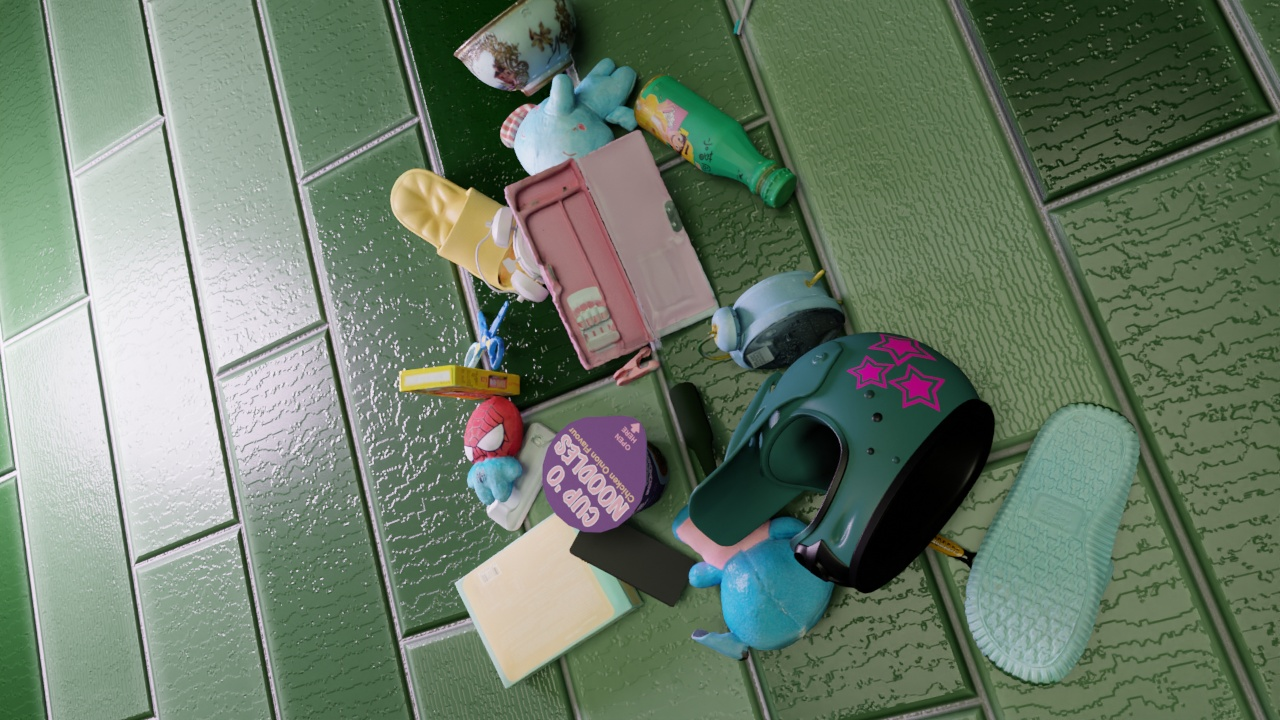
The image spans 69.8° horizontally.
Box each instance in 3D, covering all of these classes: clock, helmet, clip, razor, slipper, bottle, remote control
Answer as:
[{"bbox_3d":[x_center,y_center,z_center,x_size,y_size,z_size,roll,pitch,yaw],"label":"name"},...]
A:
[{"bbox_3d":[-0.119,-0.136,1.101,0.159,0.061,0.120,-23,95,-5],"label":"clock"},{"bbox_3d":[0.190,0.090,0.886,0.274,0.176,0.200,-45,48,-17],"label":"helmet"},{"bbox_3d":[-0.001,0.012,1.083,0.045,0.023,0.059,33,91,24],"label":"clip"},{"bbox_3d":[0.304,0.185,0.931,0.144,0.021,0.044,25,76,23],"label":"razor"},{"bbox_3d":[-0.223,-0.169,1.166,0.263,0.078,0.099,31,100,20],"label":"slipper"},{"bbox_3d":[0.087,-0.248,1.050,0.210,0.068,0.068,41,99,22],"label":"bottle"},{"bbox_3d":[0.393,0.170,0.873,0.116,0.069,0.275,21,77,25],"label":"slipper"},{"bbox_3d":[-0.143,0.142,1.125,0.050,0.022,0.133,30,96,23],"label":"remote control"},{"bbox_3d":[-0.009,0.222,1.034,0.133,0.013,0.058,27,70,8],"label":"remote control"},{"bbox_3d":[0.064,0.082,1.020,0.033,0.033,0.122,-30,55,17],"label":"bottle"},{"bbox_3d":[0.138,-0.035,0.978,0.162,0.118,0.060,-26,63,12],"label":"clock"}]

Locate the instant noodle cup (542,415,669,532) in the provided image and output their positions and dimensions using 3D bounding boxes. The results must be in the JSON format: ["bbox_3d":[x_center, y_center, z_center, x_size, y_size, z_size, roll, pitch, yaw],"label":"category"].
[{"bbox_3d":[-0.022,0.121,1.022,0.137,0.121,0.122,-48,69,11],"label":"instant noodle cup"}]

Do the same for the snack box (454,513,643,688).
[{"bbox_3d":[-0.112,0.275,1.083,0.194,0.044,0.141,-36,72,15],"label":"snack box"}]

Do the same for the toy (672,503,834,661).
[{"bbox_3d":[0.131,0.203,0.970,0.224,0.099,0.191,-35,60,7],"label":"toy"}]

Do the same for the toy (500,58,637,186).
[{"bbox_3d":[-0.077,-0.295,1.109,0.183,0.115,0.180,31,85,28],"label":"toy"}]

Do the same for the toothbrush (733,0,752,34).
[{"bbox_3d":[0.143,-0.474,1.080,0.019,0.018,0.188,17,91,22],"label":"toothbrush"}]

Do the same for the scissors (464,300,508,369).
[{"bbox_3d":[-0.191,-0.023,1.144,0.127,0.013,0.125,-54,34,25],"label":"scissors"}]

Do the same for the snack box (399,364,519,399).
[{"bbox_3d":[-0.213,0.027,1.098,0.075,0.152,0.025,-6,82,21],"label":"snack box"}]

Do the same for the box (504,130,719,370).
[{"bbox_3d":[-0.033,-0.125,1.061,0.179,0.040,0.232,-23,95,-1],"label":"box"}]

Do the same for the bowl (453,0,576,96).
[{"bbox_3d":[-0.139,-0.387,1.135,0.160,0.159,0.094,-31,110,17],"label":"bowl"}]

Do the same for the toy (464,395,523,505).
[{"bbox_3d":[-0.180,0.109,1.115,0.092,0.062,0.132,-26,59,47],"label":"toy"}]
